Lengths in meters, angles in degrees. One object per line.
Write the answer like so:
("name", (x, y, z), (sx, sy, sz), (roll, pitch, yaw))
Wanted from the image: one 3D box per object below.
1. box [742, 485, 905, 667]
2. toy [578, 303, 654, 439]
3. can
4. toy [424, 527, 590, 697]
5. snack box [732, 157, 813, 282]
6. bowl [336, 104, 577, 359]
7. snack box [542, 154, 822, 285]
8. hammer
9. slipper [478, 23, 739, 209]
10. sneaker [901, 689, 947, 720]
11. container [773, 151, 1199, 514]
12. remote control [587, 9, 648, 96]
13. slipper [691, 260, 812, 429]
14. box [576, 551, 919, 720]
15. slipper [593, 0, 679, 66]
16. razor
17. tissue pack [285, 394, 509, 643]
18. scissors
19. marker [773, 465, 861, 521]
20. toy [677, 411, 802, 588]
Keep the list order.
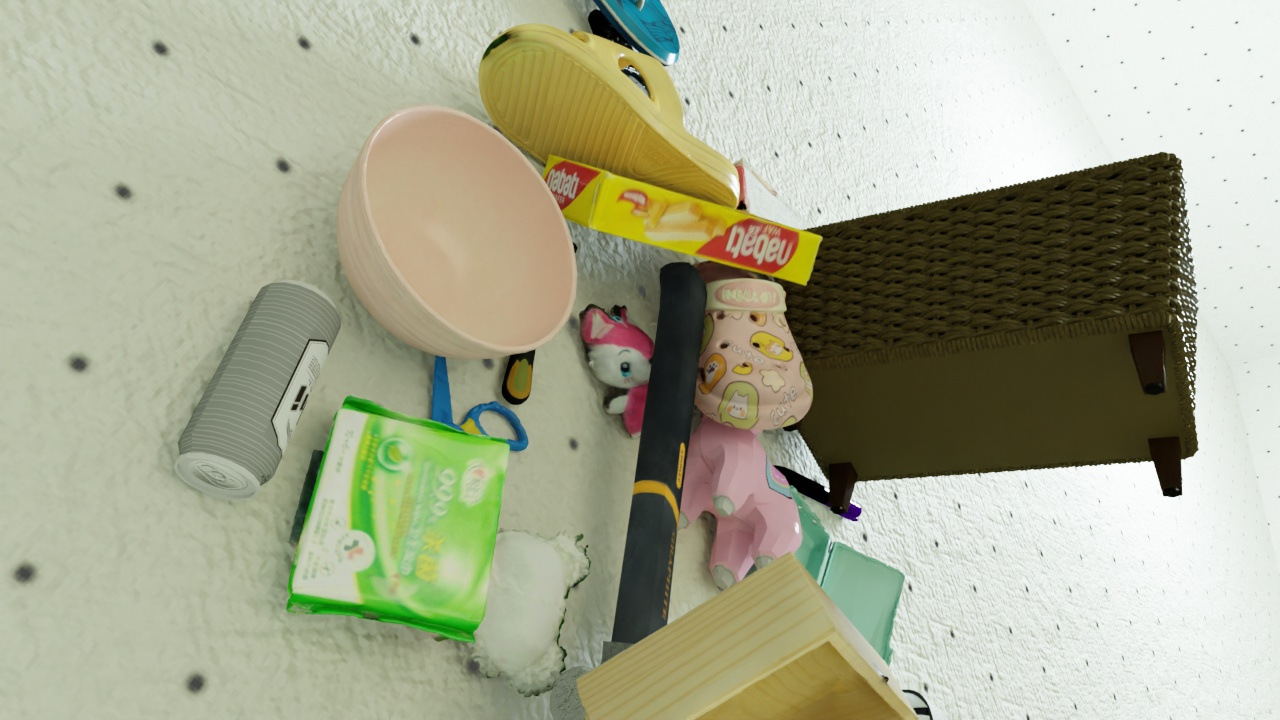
("box", (0.133, 0.200, 0.716), (0.138, 0.055, 0.186), (41, 42, -5))
("toy", (-0.004, 0.004, 0.660), (0.065, 0.050, 0.102), (-19, 92, -57))
("can", (-0.183, 0.012, 0.445), (0.044, 0.044, 0.106), (38, 46, -31))
("toy", (-0.081, 0.127, 0.509), (0.109, 0.041, 0.095), (33, 50, -28))
("snack box", (0.169, -0.088, 0.916), (0.273, 0.044, 0.076), (35, 42, -34))
("bowl", (-0.116, -0.063, 0.537), (0.153, 0.076, 0.152), (27, 52, -41))
("snack box", (0.031, -0.103, 0.683), (0.200, 0.092, 0.042), (10, 103, -33))
("hammer", (0.010, 0.078, 0.587), (0.139, 0.035, 0.311), (48, 45, -57))
("slipper", (-0.018, -0.183, 0.701), (0.263, 0.100, 0.078), (25, 52, -45))
("sneaker", (0.150, 0.327, 0.650), (0.097, 0.091, 0.244), (42, 43, -6))
("container", (0.271, -0.003, 0.743), (0.176, 0.322, 0.204), (55, 39, -38))
("remote control", (-0.009, -0.234, 0.795), (0.045, 0.021, 0.140), (-11, 78, -59))
("slipper", (0.080, -0.032, 0.699), (0.093, 0.082, 0.197), (3, 38, -10))
("box", (0.047, 0.241, 0.496), (0.252, 0.119, 0.247), (-63, 145, -17))
("slipper", (-0.048, -0.387, 0.788), (0.295, 0.060, 0.118), (47, 28, -18))
("razor", (-0.073, -0.033, 0.616), (0.044, 0.021, 0.143), (21, 53, -21))
("tissue pack", (-0.121, 0.080, 0.464), (0.099, 0.034, 0.113), (16, 59, -19))
("scissors", (-0.114, 0.047, 0.536), (0.125, 0.013, 0.126), (18, 55, -45))
("marker", (0.156, 0.118, 0.812), (0.134, 0.015, 0.018), (28, 48, -38))
("toy", (0.076, 0.084, 0.697), (0.123, 0.067, 0.157), (52, 36, -19))
